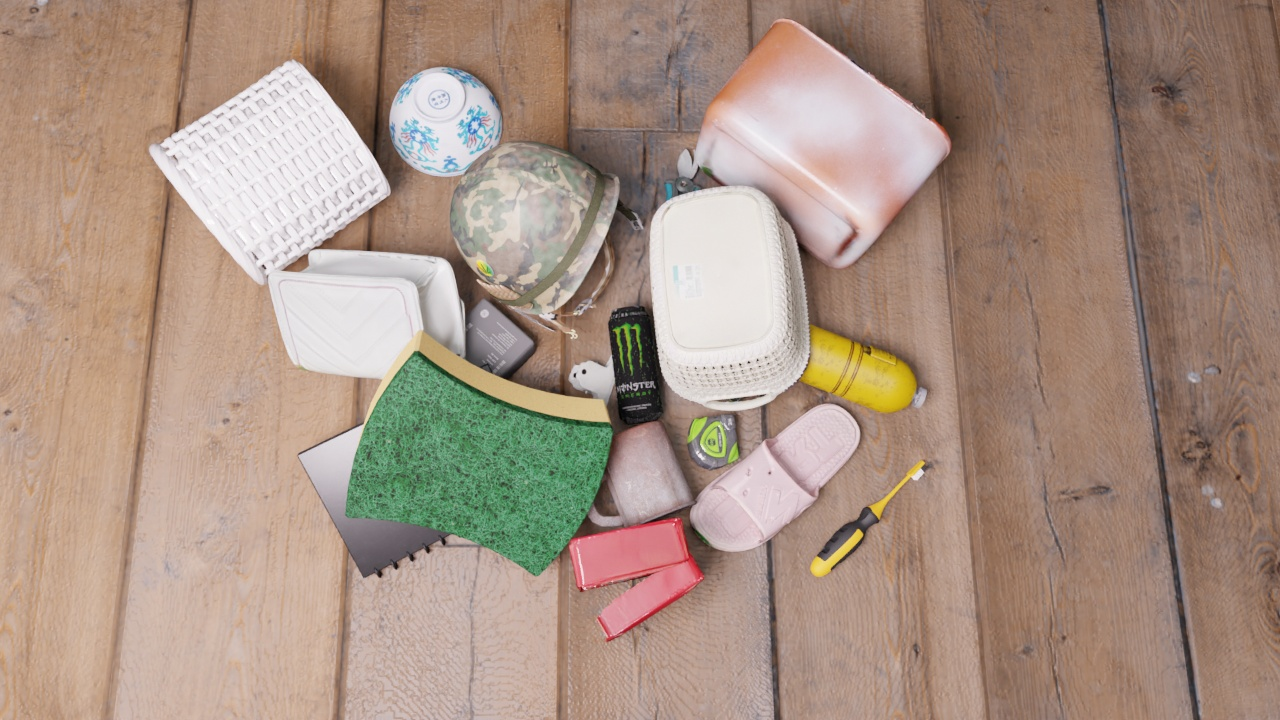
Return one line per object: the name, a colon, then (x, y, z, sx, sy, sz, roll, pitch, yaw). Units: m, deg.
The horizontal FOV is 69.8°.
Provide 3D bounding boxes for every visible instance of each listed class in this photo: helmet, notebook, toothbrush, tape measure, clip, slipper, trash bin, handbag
helmet: (-0.108, -0.147, 1.064, 0.236, 0.225, 0.192, 26, 69, -23)
notebook: (-0.243, 0.129, 1.048, 0.231, 0.019, 0.169, -26, 101, -9)
toothbrush: (0.273, 0.186, 1.092, 0.196, 0.031, 0.031, -41, 97, -15)
tape measure: (0.085, 0.099, 1.097, 0.058, 0.036, 0.065, 1, 73, -13)
clip: (-0.058, 0.023, 1.115, 0.054, 0.040, 0.101, 24, 75, -19)
slipper: (0.167, 0.137, 1.078, 0.239, 0.064, 0.094, -38, 82, -12)
trash bin: (0.206, -0.252, 1.113, 0.260, 0.182, 0.157, 39, 79, 4)
handbag: (-0.302, -0.047, 1.035, 0.199, 0.096, 0.142, 6, 119, 18)

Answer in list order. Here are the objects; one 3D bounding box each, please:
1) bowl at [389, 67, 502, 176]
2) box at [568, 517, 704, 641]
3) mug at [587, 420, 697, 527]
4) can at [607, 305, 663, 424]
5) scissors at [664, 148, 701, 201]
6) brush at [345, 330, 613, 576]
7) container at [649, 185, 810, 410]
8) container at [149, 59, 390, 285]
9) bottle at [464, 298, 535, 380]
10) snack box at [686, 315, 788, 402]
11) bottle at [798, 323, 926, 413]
bowl: (-0.248, -0.313, 1.150, 0.144, 0.074, 0.143, 1, 77, -3)
box: (-0.009, 0.226, 1.001, 0.135, 0.158, 0.117, -25, 75, -11)
mug: (-0.010, 0.138, 1.052, 0.122, 0.096, 0.110, -18, 72, -17)
can: (-0.006, 0.006, 1.095, 0.054, 0.054, 0.137, -7, 84, -5)
scissors: (0.047, -0.197, 1.171, 0.150, 0.019, 0.130, -34, 82, -9)
brush: (-0.171, 0.103, 0.983, 0.250, 0.075, 0.195, 22, 107, -17)
container: (0.095, -0.080, 1.056, 0.185, 0.143, 0.251, -8, 73, 13)
container: (-0.421, -0.216, 1.059, 0.186, 0.189, 0.189, -38, 82, -12)
bottle: (-0.214, 0.018, 1.090, 0.084, 0.046, 0.173, 41, 78, 6)
snack box: (0.130, -0.030, 1.133, 0.080, 0.025, 0.147, 37, 78, 5)
bottle: (0.264, 0.015, 1.108, 0.164, 0.071, 0.071, 22, 76, 2)
